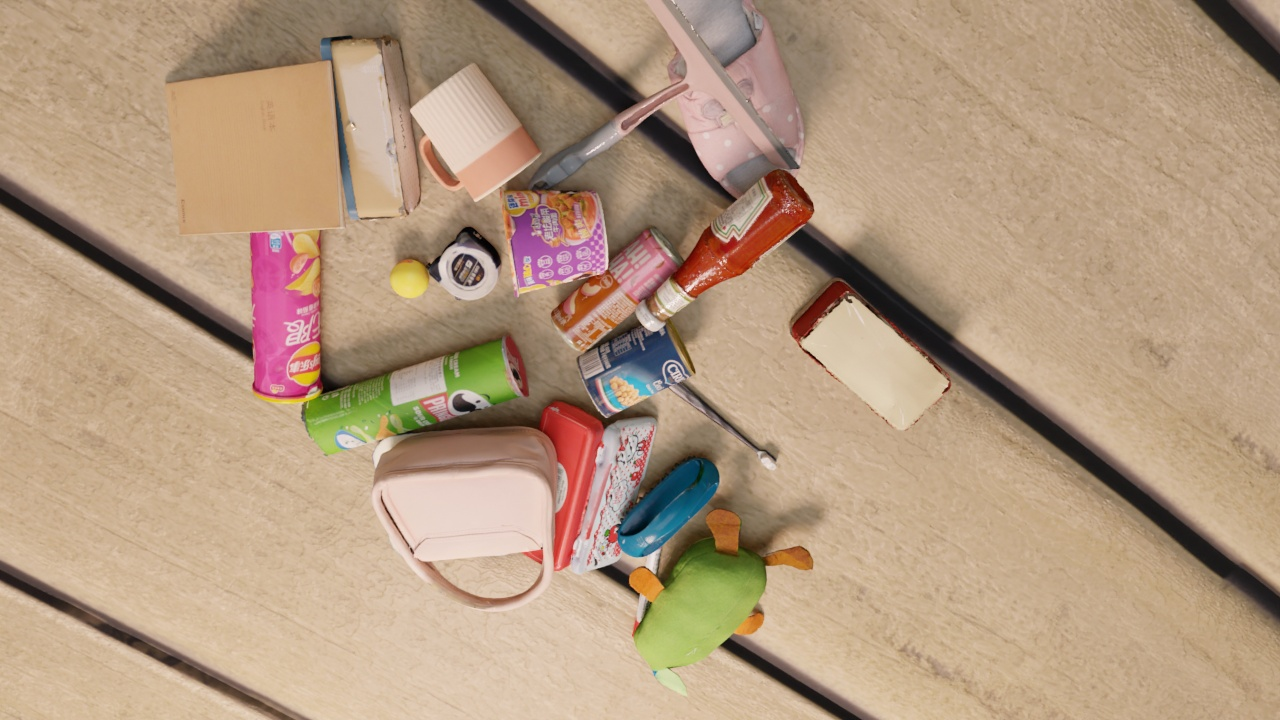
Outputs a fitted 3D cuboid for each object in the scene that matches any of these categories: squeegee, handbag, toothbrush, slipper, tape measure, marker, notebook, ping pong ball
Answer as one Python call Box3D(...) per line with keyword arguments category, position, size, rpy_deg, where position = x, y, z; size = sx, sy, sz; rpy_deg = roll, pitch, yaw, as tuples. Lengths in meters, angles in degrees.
Box3D(category="squeegee", position=(-0.017, -0.227, 0.891), size=(0.250, 0.040, 0.247), rpy_deg=(-25, 126, 32))
Box3D(category="handbag", position=(-0.178, 0.190, 1.018), size=(0.193, 0.093, 0.234), rpy_deg=(-6, 117, 5))
Box3D(category="toothbrush", position=(0.090, 0.070, 1.052), size=(0.181, 0.018, 0.016), rpy_deg=(39, 108, -14))
Box3D(category="slipper", position=(0.086, -0.279, 0.892), size=(0.114, 0.054, 0.274), rpy_deg=(-21, 111, 6))
Box3D(category="tape measure", position=(-0.181, -0.098, 0.966), size=(0.066, 0.033, 0.066), rpy_deg=(-41, 105, 15))
Box3D(category="marker", position=(0.008, 0.282, 1.132), size=(0.017, 0.017, 0.145), rpy_deg=(7, 111, -5))
Box3D(category="notebook", position=(-0.369, -0.197, 0.871), size=(0.212, 0.012, 0.149), rpy_deg=(2, 100, 25))
Box3D(category="ping pong ball", position=(-0.243, -0.086, 0.965), size=(0.040, 0.040, 0.040), rpy_deg=(-1, 111, -2))

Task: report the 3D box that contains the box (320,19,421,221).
Box3D(category="box", position=(-0.257, -0.231, 0.883), size=(0.060, 0.089, 0.184), rpy_deg=(-5, 109, 1))

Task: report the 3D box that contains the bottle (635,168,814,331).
Box3D(category="bottle", position=(0.077, -0.102, 0.905), size=(0.060, 0.059, 0.206), rpy_deg=(42, 115, -16))

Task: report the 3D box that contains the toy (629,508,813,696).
Box3D(category="toy", position=(0.077, 0.283, 1.095), size=(0.227, 0.090, 0.247), rpy_deg=(30, 108, -29))

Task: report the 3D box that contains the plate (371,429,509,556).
Box3D(category="plate", position=(-0.216, 0.151, 1.058), size=(0.163, 0.034, 0.164), rpy_deg=(-4, 109, 3))

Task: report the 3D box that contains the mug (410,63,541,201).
Box3D(category="mug", position=(-0.171, -0.217, 0.902), size=(0.115, 0.081, 0.106), rpy_deg=(-22, 112, 38))

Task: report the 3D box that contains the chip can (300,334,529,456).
Box3D(category="chip can", position=(-0.243, 0.039, 0.998), size=(0.236, 0.072, 0.072), rpy_deg=(-17, 111, 5))

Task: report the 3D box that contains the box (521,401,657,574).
Box3D(category="box", position=(-0.062, 0.146, 1.065), size=(0.119, 0.098, 0.202), rpy_deg=(24, 113, 23))

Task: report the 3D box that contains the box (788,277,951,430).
Box3D(category="box", position=(0.249, -0.001, 0.996), size=(0.168, 0.076, 0.091), rpy_deg=(38, 104, -15))

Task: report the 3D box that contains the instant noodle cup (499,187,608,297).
Box3D(category="instant noodle cup", position=(-0.086, -0.123, 0.924), size=(0.099, 0.111, 0.112), rpy_deg=(-7, 112, -7))

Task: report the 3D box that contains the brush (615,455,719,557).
Box3D(category="brush", position=(0.033, 0.167, 1.040), size=(0.143, 0.073, 0.055), rpy_deg=(-42, 98, -7))

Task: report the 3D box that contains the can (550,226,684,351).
Box3D(category="can", position=(-0.025, -0.074, 0.968), size=(0.147, 0.057, 0.058), rpy_deg=(-40, 108, 12))

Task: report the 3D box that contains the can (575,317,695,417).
Box3D(category="can", position=(-0.006, 0.006, 0.991), size=(0.111, 0.075, 0.075), rpy_deg=(-26, 110, 8))

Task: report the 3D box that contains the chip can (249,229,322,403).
Box3D(category="chip can", position=(-0.368, -0.065, 0.952), size=(0.071, 0.071, 0.211), rpy_deg=(6, 111, -4))
